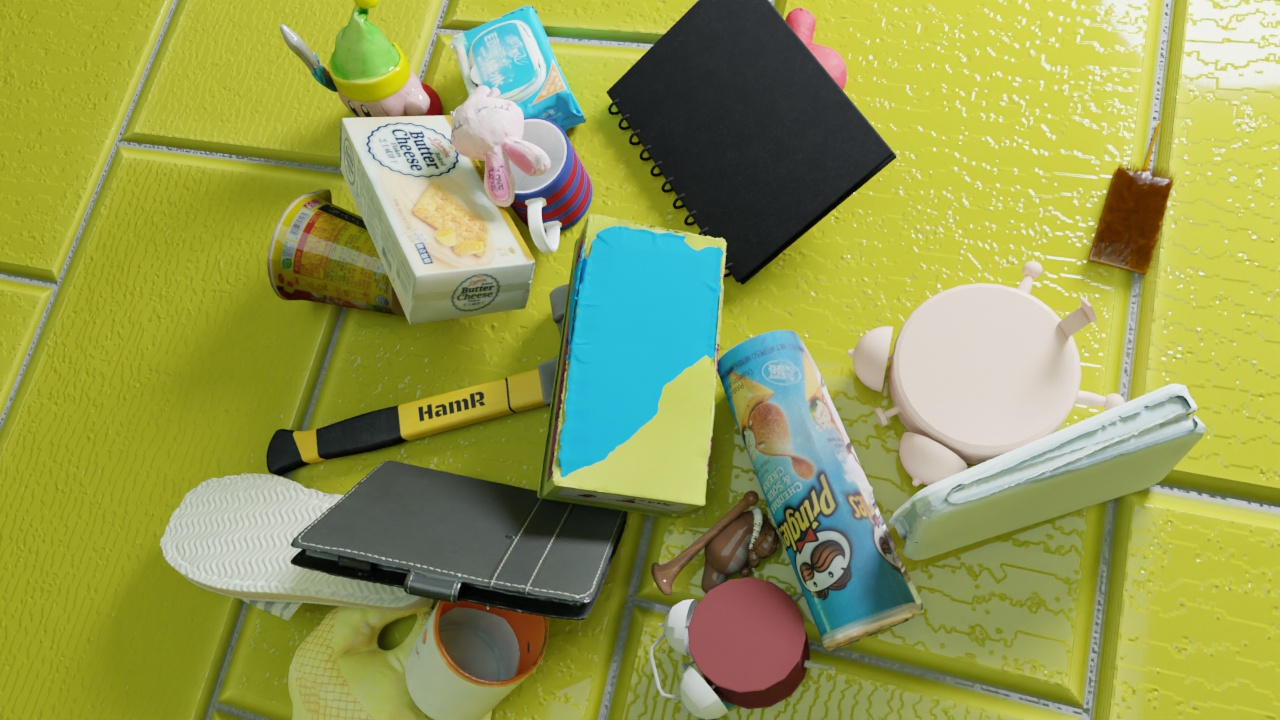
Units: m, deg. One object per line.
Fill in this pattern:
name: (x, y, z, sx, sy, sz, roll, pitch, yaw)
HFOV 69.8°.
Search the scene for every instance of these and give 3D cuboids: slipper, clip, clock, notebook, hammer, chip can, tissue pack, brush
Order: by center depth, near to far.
clip: (0.056, 0.305, 0.661, 0.118, 0.033, 0.120, 33, 83, 16)
clock: (0.069, 0.207, 0.664, 0.124, 0.044, 0.087, -19, 50, 3)
notebook: (-0.123, 0.128, 0.673, 0.209, 0.169, 0.029, 8, 106, 7)
clock: (0.251, 0.008, 0.679, 0.161, 0.086, 0.131, -26, 69, 11)
chip can: (0.129, 0.092, 0.682, 0.080, 0.080, 0.229, -22, 69, 6)
brush: (0.391, -0.132, 0.719, 0.048, 0.017, 0.126, 18, 78, 18)
slipper: (-0.273, 0.153, 0.754, 0.273, 0.054, 0.114, 5, 51, 23)
notebook: (0.081, -0.201, 0.785, 0.169, 0.019, 0.231, -40, 67, 21)
hammer: (-0.176, 0.051, 0.793, 0.325, 0.034, 0.169, -14, 72, 10)
tissue pack: (-0.119, -0.262, 0.856, 0.093, 0.062, 0.144, -25, 69, 5)

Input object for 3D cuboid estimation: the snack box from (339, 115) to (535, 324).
snack box: (-0.179, -0.127, 0.788, 0.104, 0.058, 0.207, -11, 53, -30)

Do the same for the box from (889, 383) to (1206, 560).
box: (0.272, 0.076, 0.628, 0.213, 0.118, 0.063, -17, 60, -3)

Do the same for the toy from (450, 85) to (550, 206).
toy: (-0.121, -0.182, 0.758, 0.063, 0.047, 0.110, -37, 72, 9)

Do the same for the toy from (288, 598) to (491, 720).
toy: (-0.204, 0.269, 0.714, 0.154, 0.065, 0.170, -35, 71, -16)

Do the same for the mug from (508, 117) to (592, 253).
mug: (-0.086, -0.145, 0.805, 0.075, 0.076, 0.111, -10, 71, 10)

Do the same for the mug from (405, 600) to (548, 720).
mug: (-0.122, 0.213, 0.674, 0.082, 0.106, 0.082, 14, 51, -18)

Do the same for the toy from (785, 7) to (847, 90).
toy: (0.133, -0.244, 0.800, 0.092, 0.045, 0.135, -16, 75, 14)

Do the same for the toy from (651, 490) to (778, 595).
toy: (0.062, 0.146, 0.698, 0.102, 0.041, 0.055, -43, 107, 7)

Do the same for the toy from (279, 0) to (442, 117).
toy: (-0.254, -0.279, 0.856, 0.124, 0.131, 0.096, 24, 85, 19)

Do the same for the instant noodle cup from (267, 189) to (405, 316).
instant noodle cup: (-0.256, -0.085, 0.823, 0.112, 0.100, 0.100, 18, 78, 8)

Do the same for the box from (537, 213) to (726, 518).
box: (-0.004, 0.004, 0.720, 0.124, 0.079, 0.220, 8, 72, -12)
